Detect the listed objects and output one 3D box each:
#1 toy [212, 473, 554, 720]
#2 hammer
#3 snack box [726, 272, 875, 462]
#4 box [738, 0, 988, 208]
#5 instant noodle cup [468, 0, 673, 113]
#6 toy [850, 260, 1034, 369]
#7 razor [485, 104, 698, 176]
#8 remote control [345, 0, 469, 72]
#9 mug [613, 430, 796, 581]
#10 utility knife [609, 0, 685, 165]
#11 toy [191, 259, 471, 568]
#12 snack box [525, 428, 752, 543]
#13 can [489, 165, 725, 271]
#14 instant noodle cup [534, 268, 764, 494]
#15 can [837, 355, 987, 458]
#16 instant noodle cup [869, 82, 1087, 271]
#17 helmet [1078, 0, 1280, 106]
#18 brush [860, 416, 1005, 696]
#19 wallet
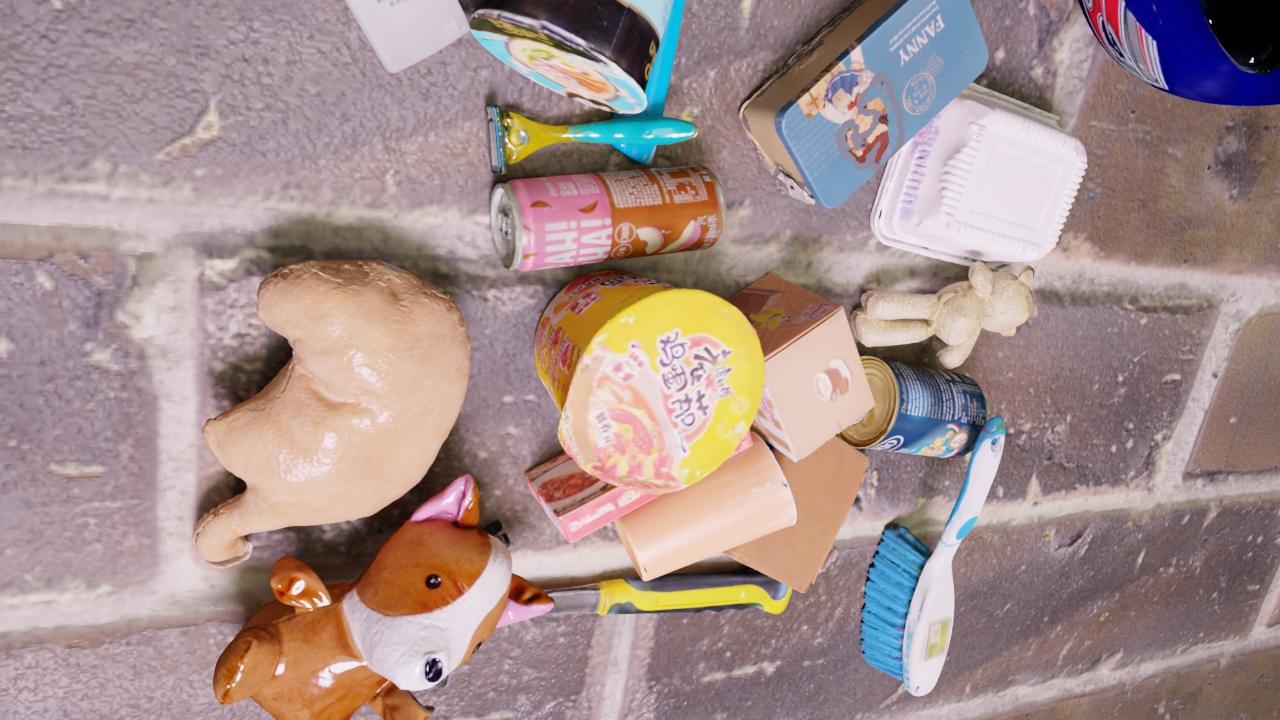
[{"bbox_3d":[-0.162,0.170,0.585,0.199,0.130,0.140,-30,120,-10],"label":"toy"},{"bbox_3d":[-0.014,0.187,0.731,0.322,0.032,0.126,4,109,-28],"label":"hammer"},{"bbox_3d":[0.105,0.003,0.679,0.077,0.094,0.093,-33,121,-12],"label":"snack box"},{"bbox_3d":[0.162,-0.196,0.647,0.184,0.061,0.090,-44,124,-3],"label":"box"},{"bbox_3d":[-0.024,-0.221,0.523,0.111,0.111,0.120,24,89,-32],"label":"instant noodle cup"},{"bbox_3d":[0.250,-0.042,0.754,0.157,0.066,0.105,-7,126,-14],"label":"toy"},{"bbox_3d":[-0.029,-0.142,0.578,0.132,0.028,0.043,-5,108,-8],"label":"razor"},{"bbox_3d":[-0.148,-0.230,0.498,0.056,0.019,0.135,-35,122,-10],"label":"remote control"},{"bbox_3d":[0.045,0.113,0.688,0.122,0.078,0.078,-24,119,-9],"label":"mug"},{"bbox_3d":[0.019,-0.243,0.578,0.034,0.018,0.237,5,109,-27],"label":"utility knife"},{"bbox_3d":[-0.189,0.046,0.561,0.143,0.082,0.226,21,103,-29],"label":"toy"},{"bbox_3d":[-0.002,0.071,0.664,0.152,0.075,0.025,-26,118,-15],"label":"snack box"},{"bbox_3d":[-0.020,-0.094,0.597,0.147,0.058,0.058,-10,114,-23],"label":"can"},{"bbox_3d":[-0.004,0.004,0.614,0.137,0.110,0.138,-10,115,-24],"label":"instant noodle cup"},{"bbox_3d":[0.225,0.041,0.767,0.111,0.075,0.075,9,106,-30],"label":"can"},{"bbox_3d":[0.280,-0.141,0.731,0.173,0.060,0.138,8,106,-28],"label":"instant noodle cup"},{"bbox_3d":[0.416,-0.327,0.611,0.246,0.241,0.316,-63,142,-39],"label":"helmet"},{"bbox_3d":[0.259,0.172,0.818,0.060,0.109,0.315,-9,114,-21],"label":"brush"},{"bbox_3d":[0.134,0.121,0.769,0.107,0.031,0.131,31,84,-31],"label":"wallet"}]
